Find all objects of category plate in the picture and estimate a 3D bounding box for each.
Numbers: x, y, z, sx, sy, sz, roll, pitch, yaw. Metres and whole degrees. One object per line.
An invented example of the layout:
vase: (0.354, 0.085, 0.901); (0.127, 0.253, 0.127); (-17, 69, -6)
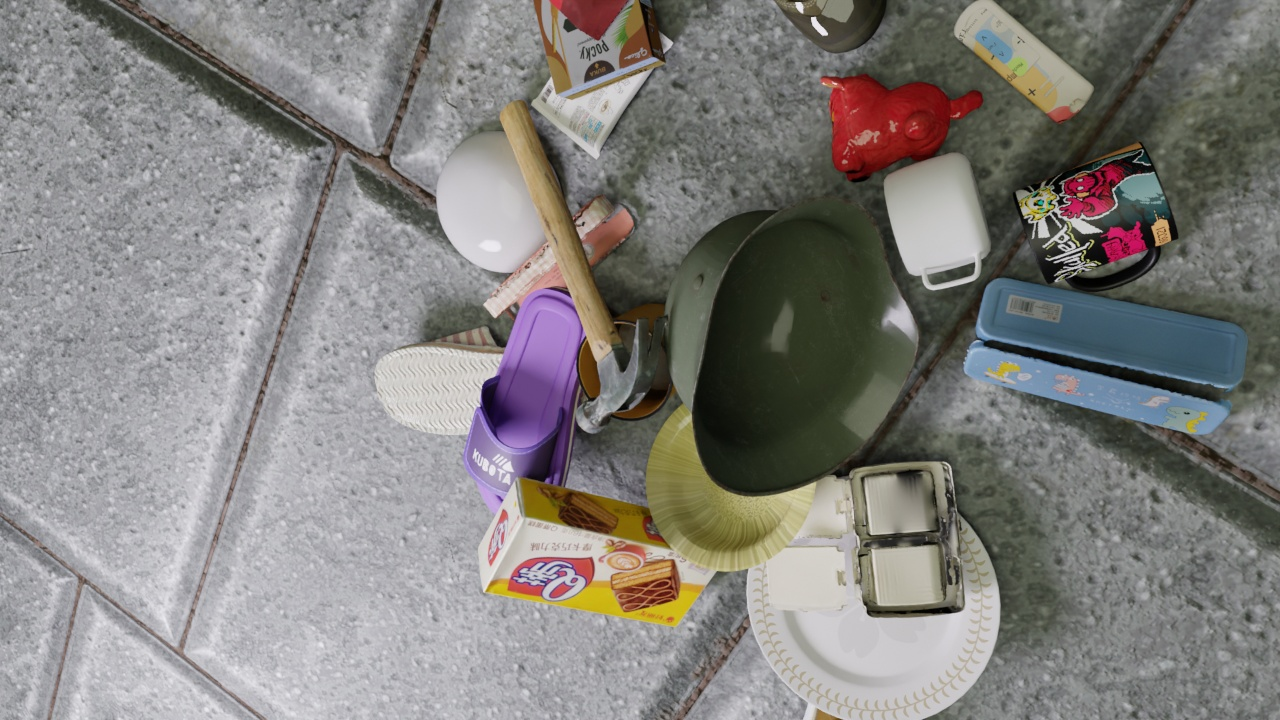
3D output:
plate: (0.094, 0.118, 0.924); (0.185, 0.036, 0.184); (-9, 72, 29)
plate: (0.227, 0.235, 0.910); (0.243, 0.016, 0.242); (-2, 85, 18)

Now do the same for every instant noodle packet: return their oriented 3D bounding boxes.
instant noodle packet: (-0.040, -0.275, 0.882); (0.087, 0.026, 0.134); (41, 117, 5)

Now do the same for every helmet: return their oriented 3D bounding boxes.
helmet: (0.110, -0.034, 0.814); (0.154, 0.226, 0.268); (49, 142, 48)

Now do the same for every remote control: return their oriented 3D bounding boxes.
remote control: (0.313, -0.247, 0.753); (0.125, 0.018, 0.038); (42, 117, 3)

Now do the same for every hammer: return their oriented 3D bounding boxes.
hammer: (-0.067, -0.107, 0.860); (0.133, 0.033, 0.330); (-43, 62, 46)

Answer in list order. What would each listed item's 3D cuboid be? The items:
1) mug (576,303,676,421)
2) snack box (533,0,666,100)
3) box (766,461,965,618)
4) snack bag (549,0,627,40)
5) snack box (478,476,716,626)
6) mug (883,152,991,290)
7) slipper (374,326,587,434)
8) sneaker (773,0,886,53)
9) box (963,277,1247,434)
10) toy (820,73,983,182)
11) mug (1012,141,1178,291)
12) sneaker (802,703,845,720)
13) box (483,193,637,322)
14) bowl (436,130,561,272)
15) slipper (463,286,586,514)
mug: (-0.006, 0.006, 0.921); (0.100, 0.093, 0.124); (47, 118, 5)
snack box: (-0.049, -0.347, 0.838); (0.101, 0.031, 0.186); (-14, 90, 25)
box: (0.213, 0.172, 0.886); (0.188, 0.058, 0.144); (-4, 85, 15)
snack bag: (-0.075, -0.397, 0.808); (0.208, 0.066, 0.139); (39, 105, 6)
snack box: (-0.042, 0.202, 0.950); (0.230, 0.061, 0.110); (18, 119, -25)
mug: (0.252, -0.113, 0.770); (0.068, 0.094, 0.115); (-15, 63, 24)
slipper: (-0.167, 0.021, 1.018); (0.263, 0.052, 0.115); (-1, 103, 15)
sneaker: (0.109, -0.355, 0.730); (0.101, 0.142, 0.238); (-39, 90, 27)
box: (0.396, -0.006, 0.794); (0.209, 0.072, 0.086); (16, 153, 18)
toy: (0.219, -0.216, 0.773); (0.133, 0.088, 0.094); (-17, 83, 13)
mug: (0.373, -0.105, 0.747); (0.098, 0.081, 0.118); (-21, 125, 26)
sneaker: (0.214, 0.353, 0.960); (0.087, 0.079, 0.235); (17, 94, 17)
box: (-0.085, -0.097, 0.944); (0.071, 0.056, 0.188); (35, 123, -28)
bowl: (-0.156, -0.161, 0.956); (0.150, 0.043, 0.150); (7, 109, 20)
slipper: (-0.123, 0.057, 0.935); (0.107, 0.083, 0.267); (23, 108, 17)
